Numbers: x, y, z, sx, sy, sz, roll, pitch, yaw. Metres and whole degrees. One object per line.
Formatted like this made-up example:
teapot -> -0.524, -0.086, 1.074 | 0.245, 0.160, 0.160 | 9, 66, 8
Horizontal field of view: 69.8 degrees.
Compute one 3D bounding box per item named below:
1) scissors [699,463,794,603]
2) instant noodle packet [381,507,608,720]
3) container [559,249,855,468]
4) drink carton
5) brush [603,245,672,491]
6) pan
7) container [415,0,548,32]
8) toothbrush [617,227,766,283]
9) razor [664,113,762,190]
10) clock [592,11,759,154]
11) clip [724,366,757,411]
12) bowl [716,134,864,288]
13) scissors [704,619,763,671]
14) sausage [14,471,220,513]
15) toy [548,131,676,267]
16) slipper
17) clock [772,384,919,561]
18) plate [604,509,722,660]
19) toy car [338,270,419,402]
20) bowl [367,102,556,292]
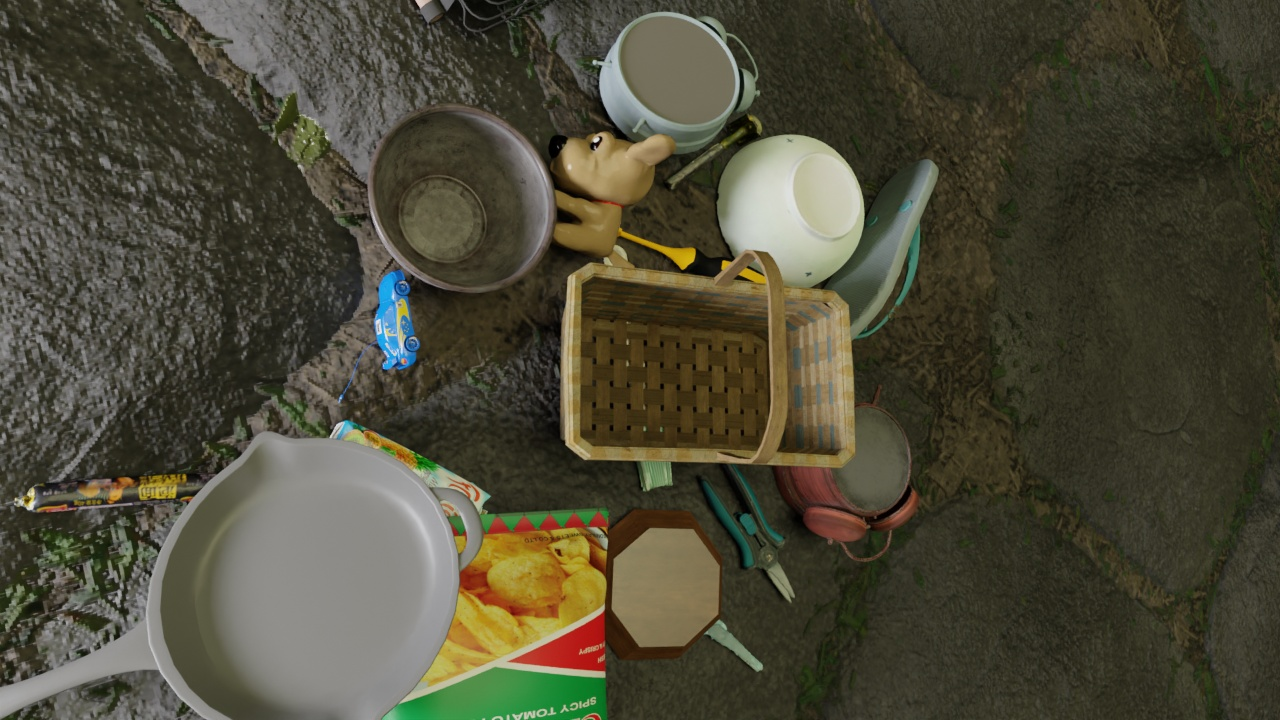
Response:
scissors -> 0.095, 0.158, 0.829 | 0.137, 0.019, 0.129 | 14, 85, -19
instant noodle packet -> -0.109, 0.239, 0.664 | 0.195, 0.090, 0.252 | 1, 83, -26
container -> 0.061, 0.006, 0.719 | 0.249, 0.187, 0.157 | 4, 78, -22
drink carton -> -0.174, 0.090, 0.681 | 0.129, 0.039, 0.044 | 32, 69, -20
brush -> -0.005, 0.005, 0.803 | 0.033, 0.012, 0.217 | -8, 85, -28
pan -> -0.273, 0.168, 0.588 | 0.354, 0.024, 0.216 | -20, 72, -14
container -> -0.089, -0.392, 0.746 | 0.240, 0.130, 0.163 | -37, 101, -28
toothbrush -> 0.047, -0.091, 0.835 | 0.196, 0.031, 0.030 | 19, 65, -20
razor -> 0.064, -0.192, 0.859 | 0.105, 0.042, 0.026 | -39, 104, -18
clock -> 0.038, -0.255, 0.830 | 0.159, 0.045, 0.122 | -27, 83, -24
clip -> 0.099, 0.023, 0.857 | 0.047, 0.039, 0.053 | -3, 82, -24
bowl -> 0.155, -0.148, 0.876 | 0.153, 0.073, 0.153 | 5, 79, -27
scissors -> 0.061, 0.234, 0.802 | 0.138, 0.015, 0.063 | 45, 63, -10
sausage -> -0.324, 0.086, 0.612 | 0.155, 0.020, 0.020 | 0, 83, -28
toy -> -0.034, -0.140, 0.761 | 0.105, 0.134, 0.108 | 20, 94, -21
slipper -> 0.240, -0.092, 0.899 | 0.054, 0.098, 0.268 | 40, 65, -17
clock -> 0.196, 0.108, 0.860 | 0.120, 0.072, 0.157 | -9, 86, -29
plate -> 0.017, 0.188, 0.768 | 0.131, 0.025, 0.131 | 3, 83, -21
toy car -> -0.201, -0.019, 0.684 | 0.061, 0.033, 0.092 | -9, 87, -36
bowl -> -0.144, -0.117, 0.712 | 0.144, 0.067, 0.145 | 5, 80, -28
